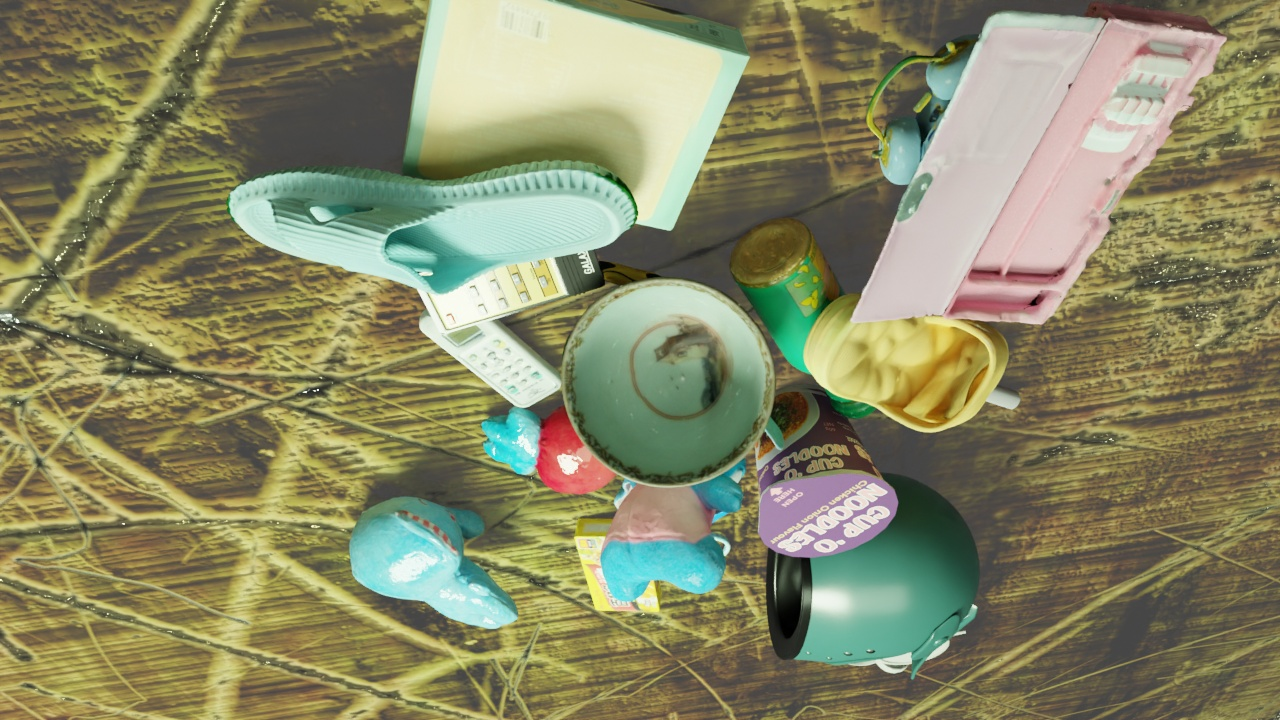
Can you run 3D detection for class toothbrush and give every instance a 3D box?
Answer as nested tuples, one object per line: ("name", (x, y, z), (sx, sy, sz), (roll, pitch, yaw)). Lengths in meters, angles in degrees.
("toothbrush", (0.277, 0.014, 0.848), (0.187, 0.019, 0.018), (16, 114, -24))

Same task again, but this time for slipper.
("slipper", (0.236, 0.011, 0.744), (0.263, 0.078, 0.100), (12, 112, -42))
("slipper", (-0.138, -0.082, 0.610), (0.276, 0.069, 0.116), (-2, 162, 10))

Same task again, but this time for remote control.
("remote control", (-0.121, -0.009, 0.757), (0.050, 0.022, 0.133), (-29, 132, 19))
("remote control", (-0.097, -0.062, 0.686), (0.133, 0.013, 0.058), (-17, 127, 5))

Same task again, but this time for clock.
("clock", (0.320, 0.349, 1.169), (0.120, 0.061, 0.160), (29, 129, -32))
("clock", (0.233, -0.160, 0.636), (0.162, 0.060, 0.118), (16, 130, -23))

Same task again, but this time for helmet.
("helmet", (0.245, 0.230, 0.951), (0.200, 0.176, 0.275), (-3, 139, -3))

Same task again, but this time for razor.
("razor", (-0.014, -0.068, 0.718), (0.144, 0.021, 0.044), (14, 131, -25))

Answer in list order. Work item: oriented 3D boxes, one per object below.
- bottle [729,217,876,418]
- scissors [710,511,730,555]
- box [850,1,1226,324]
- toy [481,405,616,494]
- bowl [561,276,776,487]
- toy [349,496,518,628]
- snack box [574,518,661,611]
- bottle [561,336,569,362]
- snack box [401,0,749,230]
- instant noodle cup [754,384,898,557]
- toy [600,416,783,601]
("bottle", (0.145, -0.024, 0.753), (0.068, 0.068, 0.210), (-26, 133, 16))
("scissors", (0.046, 0.192, 0.994), (0.126, 0.013, 0.126), (-34, 133, 25))
("box", (0.247, -0.120, 0.607), (0.179, 0.040, 0.233), (-1, 134, -19))
("toy", (-0.078, 0.077, 0.830), (0.133, 0.062, 0.092), (10, 120, 5))
("bowl", (0.027, 0.009, 0.715), (0.160, 0.093, 0.160), (2, 100, 12))
("toy", (-0.192, 0.193, 0.893), (0.180, 0.114, 0.184), (35, 145, -15))
("snack box", (-0.022, 0.224, 0.997), (0.075, 0.025, 0.152), (-1, 136, 8))
("bottle", (-0.005, 0.005, 0.783), (0.123, 0.033, 0.033), (12, 132, -21))
("snack box", (-0.046, -0.167, 0.594), (0.193, 0.044, 0.142), (9, 134, -17))
("instant noodle cup", (0.149, 0.090, 0.830), (0.136, 0.121, 0.122), (29, 124, -32))
("toy", (0.025, 0.118, 0.797), (0.099, 0.190, 0.225), (36, 139, -20))
